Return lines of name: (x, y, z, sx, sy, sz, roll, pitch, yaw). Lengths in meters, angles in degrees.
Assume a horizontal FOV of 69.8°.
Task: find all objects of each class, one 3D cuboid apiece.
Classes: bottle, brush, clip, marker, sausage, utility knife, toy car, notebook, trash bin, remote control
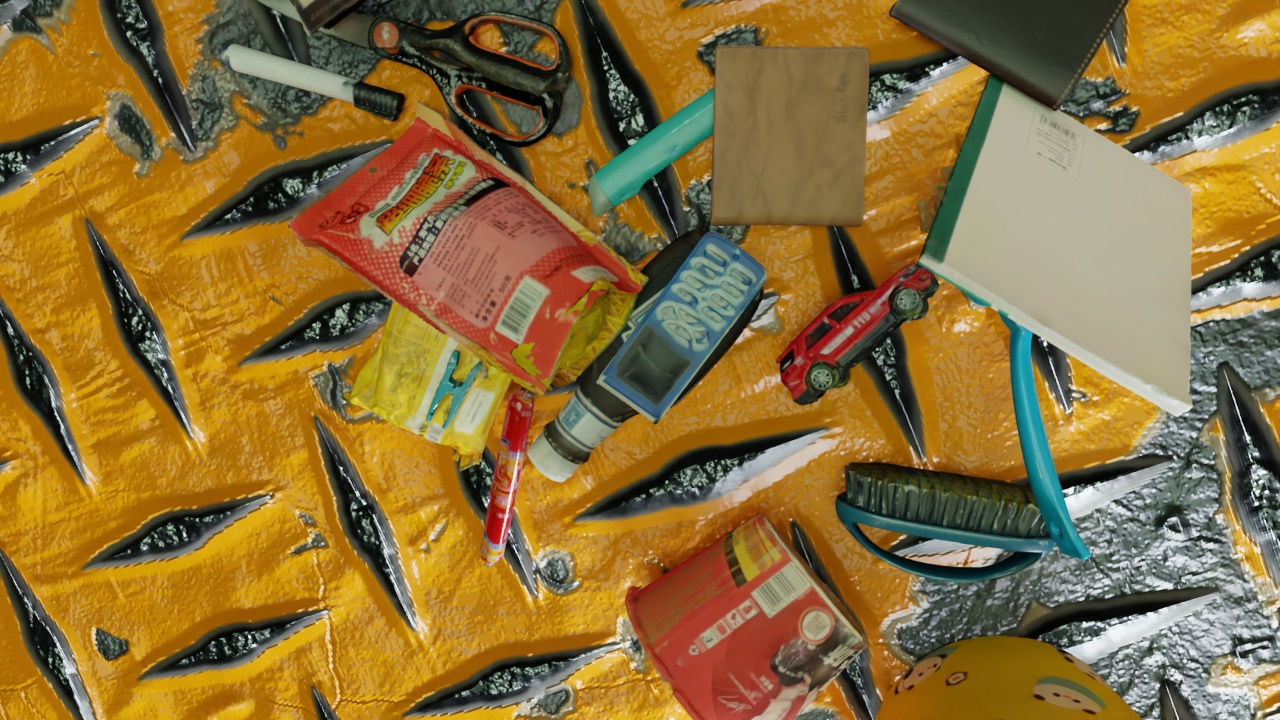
bottle: (-0.004, 0.004, 0.626, 0.080, 0.044, 0.195, 41, 103, -1)
brush: (0.202, 0.111, 0.613, 0.144, 0.055, 0.073, 8, 100, 5)
clip: (-0.127, 0.020, 0.616, 0.046, 0.014, 0.057, 25, 104, -6)
marker: (-0.226, -0.191, 0.631, 0.131, 0.018, 0.023, 16, 111, 4)
sausage: (-0.095, 0.086, 0.649, 0.020, 0.020, 0.156, 16, 114, 4)
utility knife: (0.033, -0.153, 0.609, 0.171, 0.013, 0.029, -34, 97, 8)
toy car: (0.140, -0.020, 0.598, 0.121, 0.052, 0.045, -41, 77, 16)
notebook: (0.243, -0.078, 0.515, 0.150, 0.208, 0.012, 31, 139, 2)
trash bin: (0.243, 0.304, 0.540, 0.230, 0.255, 0.230, 1, 100, 6)
remote control: (0.026, -0.021, 0.581, 0.049, 0.024, 0.125, 37, 103, -2)
brush: (0.228, -0.001, 0.562, 0.046, 0.083, 0.254, -16, 89, -9)

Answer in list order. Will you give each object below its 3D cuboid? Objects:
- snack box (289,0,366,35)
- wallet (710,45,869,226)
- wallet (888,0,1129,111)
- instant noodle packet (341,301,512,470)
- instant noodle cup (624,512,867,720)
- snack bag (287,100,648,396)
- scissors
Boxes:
snack box: (-0.188, -0.282, 0.583, 0.113, 0.053, 0.125, -33, 88, 8)
wallet: (0.096, -0.144, 0.594, 0.101, 0.020, 0.115, 0, 101, 0)
wallet: (0.231, -0.226, 0.566, 0.122, 0.020, 0.096, 32, 93, 2)
instant noodle packet: (-0.137, 0.001, 0.641, 0.111, 0.044, 0.128, 28, 104, -1)
instant noodle cup: (0.074, 0.177, 0.605, 0.108, 0.138, 0.138, -40, 93, 3)
snack bag: (-0.108, -0.072, 0.588, 0.208, 0.073, 0.128, 35, 70, 14)
scissors: (-0.162, -0.199, 0.619, 0.235, 0.021, 0.125, 1, 101, 6)
